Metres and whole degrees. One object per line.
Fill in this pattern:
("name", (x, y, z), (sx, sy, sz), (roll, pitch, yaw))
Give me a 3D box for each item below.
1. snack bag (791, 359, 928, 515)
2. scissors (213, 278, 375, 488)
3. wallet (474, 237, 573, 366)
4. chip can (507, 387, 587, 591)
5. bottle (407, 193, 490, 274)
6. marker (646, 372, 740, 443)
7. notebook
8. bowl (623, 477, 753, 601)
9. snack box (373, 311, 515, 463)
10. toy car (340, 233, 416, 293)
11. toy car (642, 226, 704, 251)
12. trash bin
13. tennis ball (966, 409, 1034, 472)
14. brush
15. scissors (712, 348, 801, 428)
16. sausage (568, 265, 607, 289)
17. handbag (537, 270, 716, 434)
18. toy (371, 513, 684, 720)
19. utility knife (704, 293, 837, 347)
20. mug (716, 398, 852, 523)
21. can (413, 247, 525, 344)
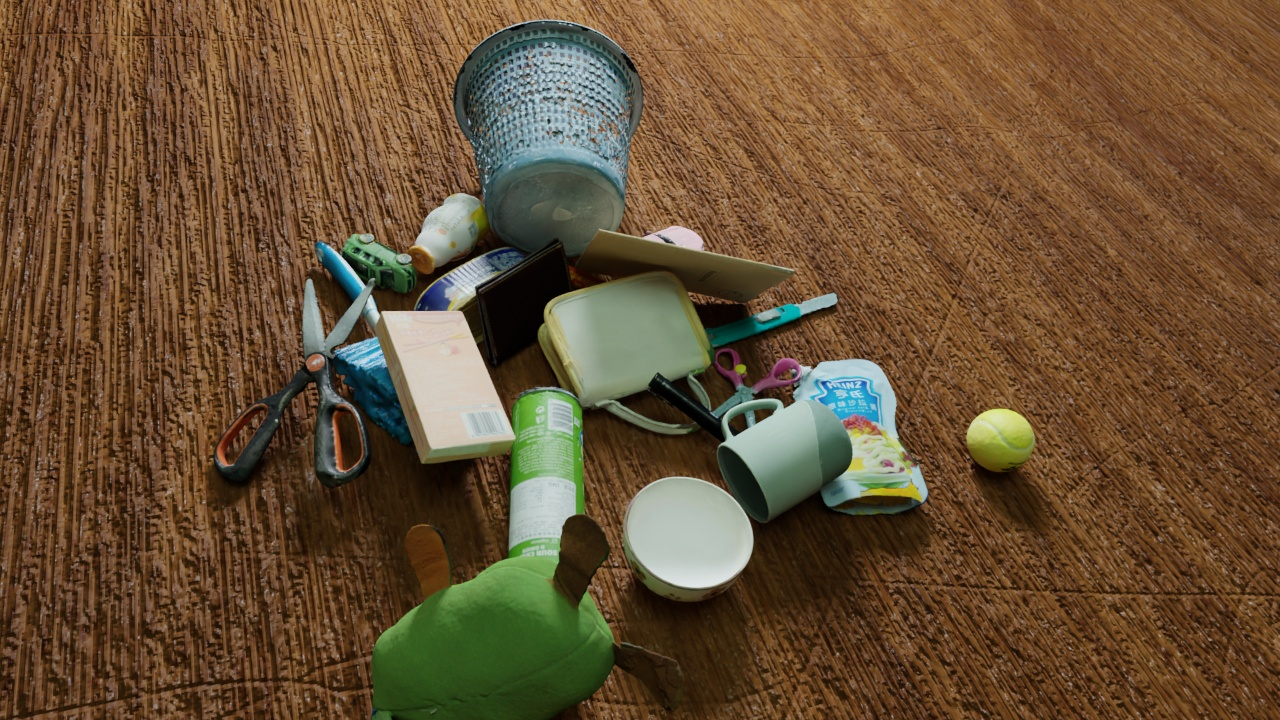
("snack bag", (0.222, 0.071, 0.952), (0.110, 0.039, 0.190), (-6, 48, -1))
("scissors", (-0.310, 0.024, 0.844), (0.222, 0.022, 0.221), (-32, 63, -8))
("wallet", (-0.119, -0.062, 0.963), (0.020, 0.096, 0.122), (21, 43, 35))
("chip can", (-0.081, 0.133, 0.806), (0.072, 0.072, 0.235), (3, 48, -9))
("bottle", (-0.218, -0.141, 1.035), (0.063, 0.063, 0.108), (25, 48, 11))
("marker", (0.064, 0.059, 0.915), (0.132, 0.020, 0.022), (36, 83, -2))
("notebook", (0.042, -0.099, 0.991), (0.207, 0.148, 0.008), (11, 80, -12))
("bowl", (0.037, 0.165, 0.809), (0.113, 0.062, 0.113), (7, 47, -8))
("snack box", (-0.181, 0.021, 0.844), (0.084, 0.026, 0.157), (-3, 52, -38))
("toy car", (-0.285, -0.104, 1.002), (0.091, 0.043, 0.036), (25, 45, 13))
("toy car", (0.025, -0.131, 1.095), (0.122, 0.037, 0.056), (-27, 60, -32))
("trash bin", (-0.101, -0.232, 1.042), (0.226, 0.227, 0.194), (2, 53, -10))
("tennis ball", (0.373, 0.083, 0.951), (0.065, 0.066, 0.065), (6, 47, -7))
("brush", (-0.269, -0.020, 0.923), (0.314, 0.061, 0.109), (36, 45, 21))
("scissors", (0.119, 0.031, 0.972), (0.128, 0.017, 0.133), (-8, 44, 1))
("sausage", (-0.052, -0.085, 1.046), (0.165, 0.021, 0.021), (23, 48, 10))
("handbag", (-0.006, 0.006, 0.955), (0.163, 0.063, 0.178), (-17, 69, -22))
("toy", (-0.099, 0.208, 0.662), (0.247, 0.227, 0.089), (-23, 13, 19))
("utility knife", (0.147, -0.049, 1.060), (0.209, 0.013, 0.029), (-18, 54, -26))
("mug", (0.132, 0.082, 0.876), (0.106, 0.082, 0.111), (-29, 61, -17))
("can", (-0.167, -0.066, 0.971), (0.049, 0.075, 0.147), (37, 51, 24))
